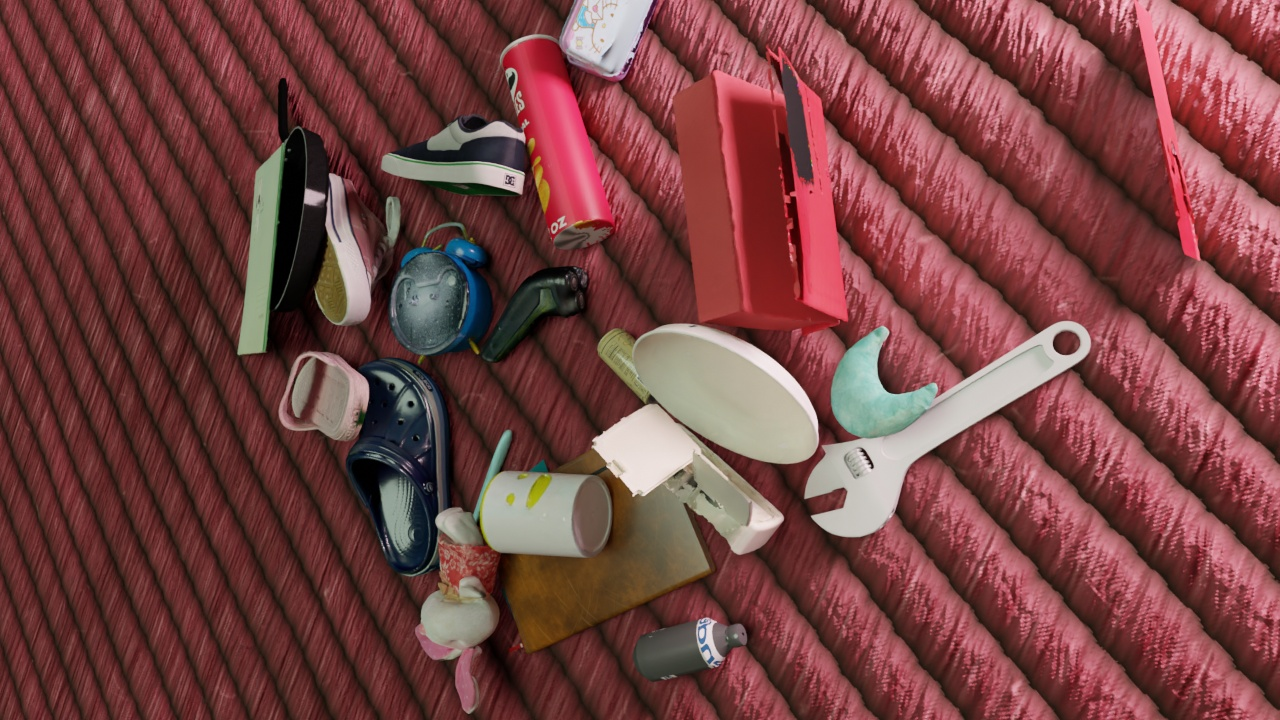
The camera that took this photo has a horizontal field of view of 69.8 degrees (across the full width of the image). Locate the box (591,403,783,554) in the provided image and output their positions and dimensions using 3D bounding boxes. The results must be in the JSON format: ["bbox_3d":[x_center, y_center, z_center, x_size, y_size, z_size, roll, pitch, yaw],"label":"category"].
[{"bbox_3d":[0.052,0.096,0.788,0.143,0.191,0.069,40,103,19],"label":"box"}]

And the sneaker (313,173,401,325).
[{"bbox_3d":[-0.335,-0.131,1.089,0.119,0.087,0.240,-56,42,36],"label":"sneaker"}]

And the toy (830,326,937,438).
[{"bbox_3d":[0.203,0.026,0.789,0.085,0.033,0.105,-49,37,18],"label":"toy"}]

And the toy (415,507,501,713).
[{"bbox_3d":[-0.188,0.250,0.957,0.159,0.084,0.194,25,110,56],"label":"toy"}]

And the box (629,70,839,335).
[{"bbox_3d":[0.050,-0.114,0.892,0.326,0.152,0.213,-19,75,60],"label":"box"}]

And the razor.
[{"bbox_3d":[-0.116,-0.045,0.982,0.067,0.053,0.152,48,114,7],"label":"razor"}]

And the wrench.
[{"bbox_3d":[0.258,0.061,0.778,0.274,0.018,0.086,-35,69,20],"label":"wrench"}]

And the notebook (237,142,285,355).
[{"bbox_3d":[-0.479,-0.133,1.162,0.182,0.010,0.252,-1,84,58],"label":"notebook"}]

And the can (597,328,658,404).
[{"bbox_3d":[-0.005,0.005,0.917,0.079,0.038,0.038,45,106,25],"label":"can"}]

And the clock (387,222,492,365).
[{"bbox_3d":[-0.223,-0.079,1.037,0.117,0.060,0.161,-6,80,29],"label":"clock"}]

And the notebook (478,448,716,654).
[{"bbox_3d":[-0.062,0.179,0.944,0.250,0.014,0.178,-30,72,23],"label":"notebook"}]

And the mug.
[{"bbox_3d":[-0.092,0.152,0.908,0.106,0.082,0.082,-2,84,27],"label":"mug"}]

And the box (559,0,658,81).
[{"bbox_3d":[-0.010,-0.400,0.949,0.077,0.096,0.214,25,98,1],"label":"box"}]

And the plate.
[{"bbox_3d":[0.079,0.024,0.809,0.182,0.182,0.034,20,62,29],"label":"plate"}]

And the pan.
[{"bbox_3d":[-0.436,-0.225,1.151,0.226,0.034,0.355,-46,47,43],"label":"pan"}]

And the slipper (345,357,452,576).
[{"bbox_3d":[-0.273,0.115,1.026,0.105,0.095,0.252,-18,80,29],"label":"slipper"}]

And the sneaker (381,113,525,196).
[{"bbox_3d":[-0.205,-0.229,1.011,0.236,0.084,0.079,13,93,44],"label":"sneaker"}]

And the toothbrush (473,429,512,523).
[{"bbox_3d":[-0.178,0.158,1.011,0.016,0.016,0.181,29,100,37],"label":"toothbrush"}]

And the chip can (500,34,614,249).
[{"bbox_3d":[-0.089,-0.230,0.970,0.069,0.069,0.220,-23,74,25],"label":"chip can"}]

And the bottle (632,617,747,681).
[{"bbox_3d":[0.047,0.268,0.857,0.113,0.047,0.047,-23,74,25],"label":"bottle"}]

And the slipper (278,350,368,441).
[{"bbox_3d":[-0.377,0.036,1.057,0.240,0.064,0.094,11,86,56],"label":"slipper"}]
